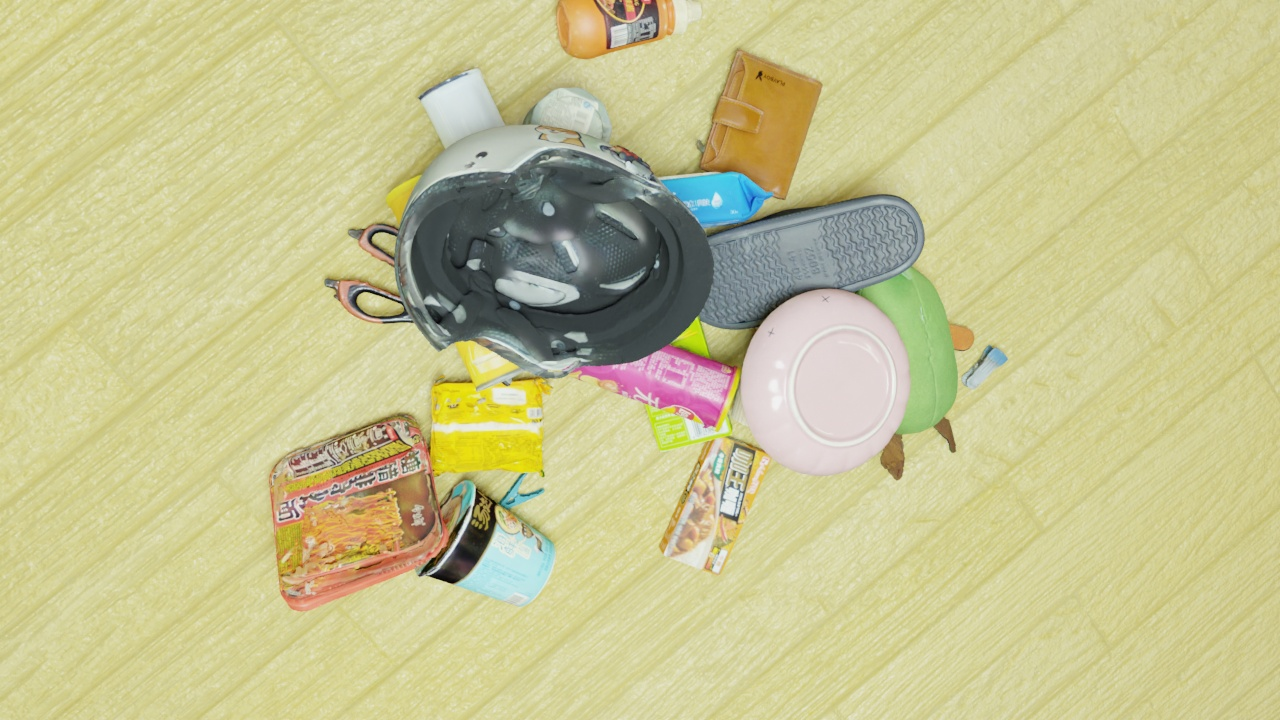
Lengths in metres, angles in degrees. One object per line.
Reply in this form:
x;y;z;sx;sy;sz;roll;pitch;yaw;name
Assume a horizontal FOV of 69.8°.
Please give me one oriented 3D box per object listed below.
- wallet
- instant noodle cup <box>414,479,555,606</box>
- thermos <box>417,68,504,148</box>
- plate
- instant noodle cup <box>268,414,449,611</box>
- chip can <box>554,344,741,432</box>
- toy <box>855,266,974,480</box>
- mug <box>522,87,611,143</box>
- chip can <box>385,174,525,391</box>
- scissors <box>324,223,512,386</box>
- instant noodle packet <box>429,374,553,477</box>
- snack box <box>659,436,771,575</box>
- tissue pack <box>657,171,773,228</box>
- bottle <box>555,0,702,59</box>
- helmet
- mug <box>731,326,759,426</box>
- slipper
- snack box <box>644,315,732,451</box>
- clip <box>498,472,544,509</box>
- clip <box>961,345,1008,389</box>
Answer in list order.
0.122;-0.252;0.982;0.119;0.035;0.131;16;96;-19;wallet
-0.159;0.202;0.976;0.120;0.111;0.111;32;93;-23;instant noodle cup
-0.140;-0.176;0.927;0.073;0.073;0.224;-27;104;-5;thermos
0.196;0.024;0.924;0.192;0.039;0.192;-2;95;-18;plate
-0.278;0.158;0.923;0.164;0.188;0.079;-20;139;-6;instant noodle cup
-0.006;0.006;0.954;0.210;0.071;0.071;20;96;3;chip can
0.296;0.000;1.027;0.226;0.090;0.247;-12;95;-31;toy
-0.058;-0.215;0.916;0.124;0.103;0.083;31;93;-13;mug
-0.176;-0.078;0.910;0.072;0.072;0.213;-24;90;-6;chip can
-0.219;-0.046;0.941;0.206;0.015;0.201;-11;88;-14;scissors
-0.159;0.071;0.978;0.128;0.044;0.111;1;98;-13;instant noodle packet
0.086;0.163;1.049;0.075;0.026;0.154;22;95;-14;snack box
0.050;-0.164;0.950;0.157;0.095;0.052;-7;95;-10;tissue pack
-0.008;-0.345;0.927;0.149;0.067;0.067;-13;102;-15;bottle
-0.083;-0.113;0.824;0.273;0.156;0.231;6;131;-24;helmet
0.151;0.025;0.993;0.081;0.114;0.106;15;99;-2;mug
0.165;-0.109;0.981;0.269;0.083;0.111;-14;105;19;slipper
0.039;0.017;1.002;0.086;0.026;0.156;-16;103;11;snack box
-0.136;0.148;1.012;0.054;0.013;0.033;-39;103;-2;clip
0.405;0.010;1.087;0.026;0.042;0.058;40;94;-16;clip
